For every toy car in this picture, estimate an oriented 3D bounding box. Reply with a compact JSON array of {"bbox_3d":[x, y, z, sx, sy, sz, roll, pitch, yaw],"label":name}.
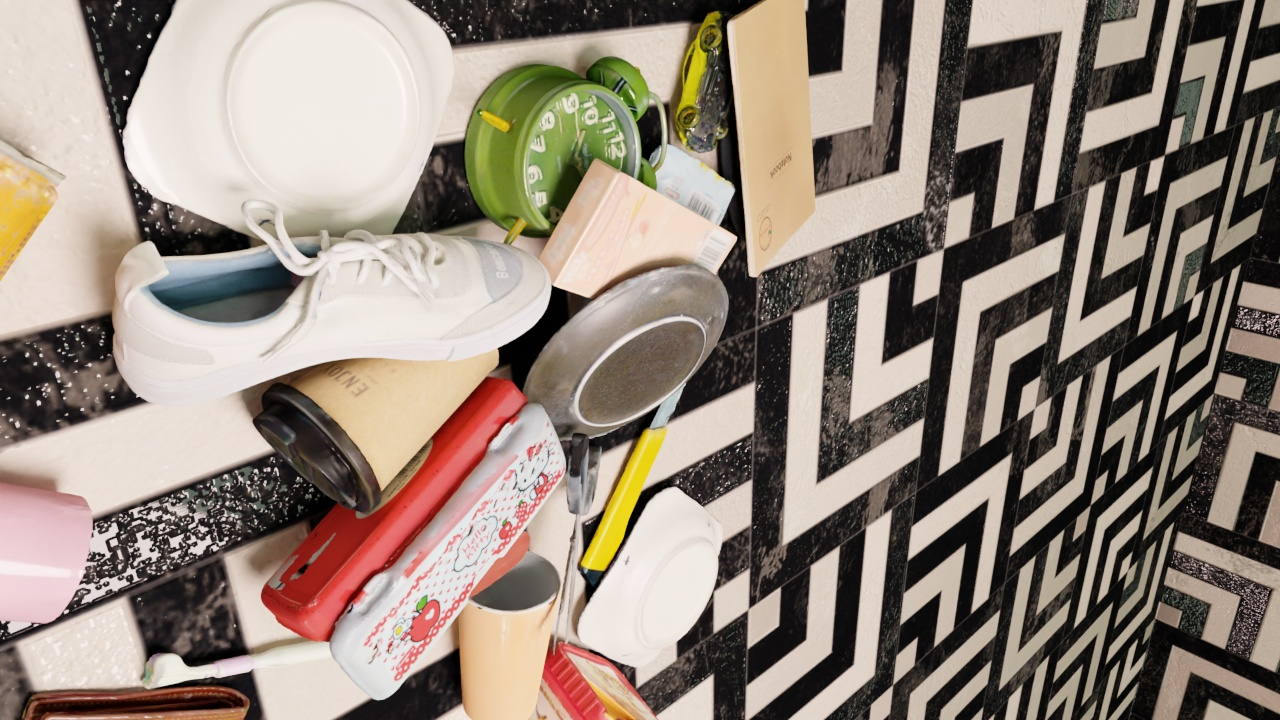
[{"bbox_3d":[0.051,-0.212,0.702,0.048,0.032,0.105,1,106,-54],"label":"toy car"}]

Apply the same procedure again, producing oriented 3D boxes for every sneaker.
[{"bbox_3d":[-0.157,-0.046,0.504,0.241,0.089,0.091,-14,147,-31],"label":"sneaker"}]

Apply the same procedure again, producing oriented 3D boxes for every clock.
[{"bbox_3d":[-0.042,-0.142,0.624,0.160,0.056,0.116,-27,126,-35],"label":"clock"}]

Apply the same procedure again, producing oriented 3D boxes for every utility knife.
[{"bbox_3d":[-0.001,0.093,0.795,0.033,0.015,0.223,25,91,-53],"label":"utility knife"}]

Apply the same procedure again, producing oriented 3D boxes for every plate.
[{"bbox_3d":[0.025,0.211,0.851,0.163,0.034,0.164,-58,142,-9],"label":"plate"},{"bbox_3d":[-0.178,-0.140,0.505,0.164,0.034,0.163,22,92,-47],"label":"plate"},{"bbox_3d":[-0.004,0.004,0.677,0.179,0.024,0.180,-26,148,-18],"label":"plate"}]

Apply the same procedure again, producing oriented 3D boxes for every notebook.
[{"bbox_3d":[0.114,-0.193,0.763,0.147,0.008,0.208,-46,137,-45],"label":"notebook"}]

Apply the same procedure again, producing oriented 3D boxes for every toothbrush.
[{"bbox_3d":[-0.227,0.192,0.611,0.189,0.020,0.029,7,132,-47],"label":"toothbrush"}]

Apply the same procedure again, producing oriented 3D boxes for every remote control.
[{"bbox_3d":[0.087,-0.164,0.767,0.053,0.024,0.136,-34,128,-33],"label":"remote control"}]

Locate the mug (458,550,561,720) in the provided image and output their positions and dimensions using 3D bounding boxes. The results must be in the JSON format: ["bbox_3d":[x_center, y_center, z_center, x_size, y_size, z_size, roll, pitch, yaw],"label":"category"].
[{"bbox_3d":[-0.106,0.217,0.706,0.078,0.078,0.123,-14,122,-41],"label":"mug"}]

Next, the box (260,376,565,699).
[{"bbox_3d":[-0.129,0.111,0.590,0.200,0.096,0.100,-52,124,-30],"label":"box"}]

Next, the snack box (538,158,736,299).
[{"bbox_3d":[0.001,-0.076,0.640,0.157,0.026,0.084,16,109,-54],"label":"snack box"}]

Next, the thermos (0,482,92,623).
[{"bbox_3d":[-0.362,0.080,0.399,0.087,0.067,0.198,-45,142,20],"label":"thermos"}]

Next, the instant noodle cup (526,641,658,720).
[{"bbox_3d":[-0.062,0.322,0.771,0.124,0.117,0.116,-51,136,-1],"label":"instant noodle cup"}]

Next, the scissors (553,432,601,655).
[{"bbox_3d":[-0.050,0.131,0.698,0.159,0.014,0.181,-71,167,-64],"label":"scissors"}]

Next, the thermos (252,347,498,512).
[{"bbox_3d":[-0.157,0.023,0.561,0.142,0.093,0.093,-45,133,-32],"label":"thermos"}]

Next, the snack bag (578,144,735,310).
[{"bbox_3d":[0.009,-0.065,0.722,0.110,0.039,0.191,21,94,-55],"label":"snack bag"}]

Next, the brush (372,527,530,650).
[{"bbox_3d":[-0.149,0.147,0.631,0.145,0.069,0.063,-29,124,-34],"label":"brush"}]

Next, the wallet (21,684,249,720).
[{"bbox_3d":[-0.308,0.246,0.545,0.124,0.032,0.101,17,97,-47],"label":"wallet"}]

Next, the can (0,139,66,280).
[{"bbox_3d":[-0.316,-0.034,0.394,0.058,0.058,0.146,38,79,-47],"label":"can"}]
